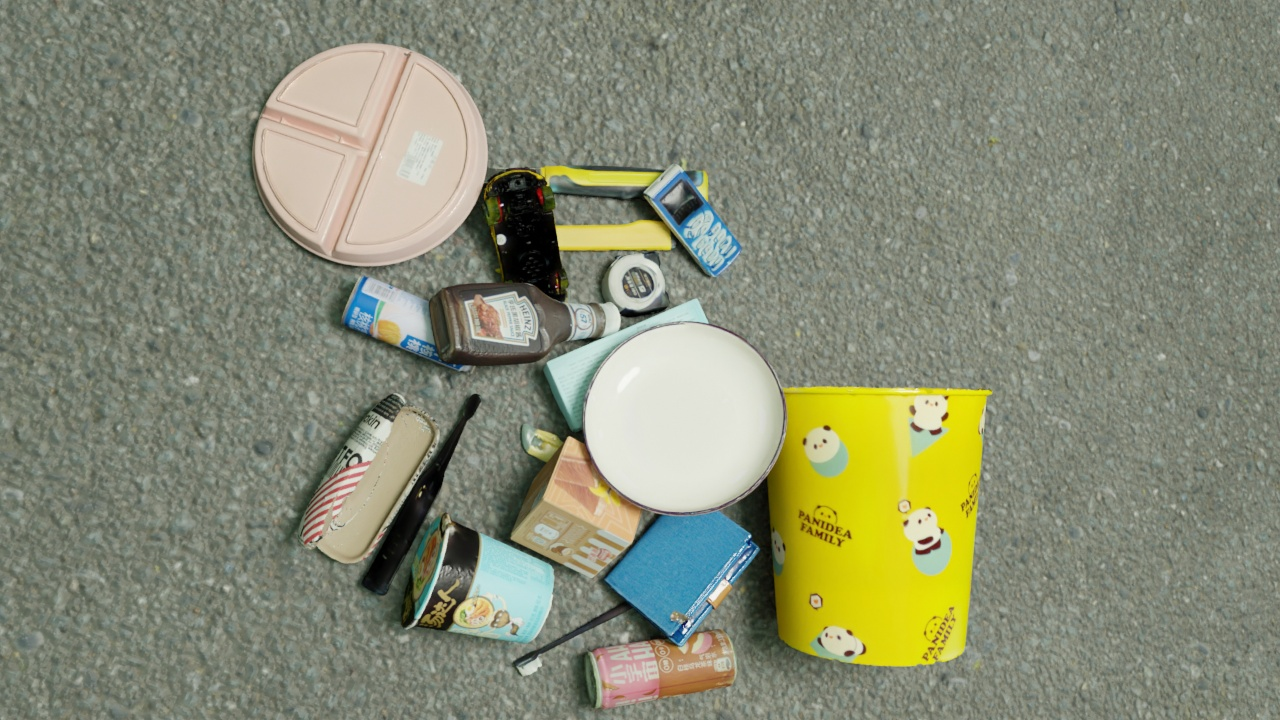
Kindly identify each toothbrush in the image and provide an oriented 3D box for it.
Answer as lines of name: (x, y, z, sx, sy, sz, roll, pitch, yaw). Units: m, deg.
toothbrush: (-0.044, 0.269, 0.933, 0.180, 0.016, 0.018, -26, 97, -16)
toothbrush: (-0.209, 0.127, 0.899, 0.026, 0.027, 0.212, 25, 76, 4)

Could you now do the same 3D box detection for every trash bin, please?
trash bin: (0.231, 0.153, 0.922, 0.229, 0.230, 0.255, 1, 88, -15)

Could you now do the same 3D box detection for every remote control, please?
remote control: (0.057, -0.148, 0.985, 0.049, 0.024, 0.125, -45, 117, -7)

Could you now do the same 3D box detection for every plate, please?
plate: (0.042, 0.057, 0.875, 0.192, 0.039, 0.192, -3, 69, 6)
plate: (-0.266, -0.207, 0.899, 0.229, 0.028, 0.229, 1, 82, -5)

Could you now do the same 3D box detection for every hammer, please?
hammer: (-0.084, -0.194, 0.967, 0.323, 0.032, 0.126, 0, 85, -15)

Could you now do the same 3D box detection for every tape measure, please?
tape measure: (-0.007, -0.080, 0.974, 0.066, 0.034, 0.065, -9, 84, -19)

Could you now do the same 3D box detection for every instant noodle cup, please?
instant noodle cup: (-0.149, 0.213, 0.868, 0.120, 0.111, 0.111, 22, 78, -19)

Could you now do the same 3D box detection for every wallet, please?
wallet: (0.044, 0.209, 0.937, 0.106, 0.040, 0.133, 35, 73, 23)

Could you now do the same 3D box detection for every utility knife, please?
utility knife: (-0.053, -0.133, 0.976, 0.209, 0.015, 0.033, -2, 85, -16)
utility knife: (-0.050, 0.111, 0.953, 0.167, 0.018, 0.031, 26, 83, -16)

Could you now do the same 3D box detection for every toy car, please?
toy car: (-0.116, -0.116, 0.929, 0.071, 0.041, 0.156, -16, 115, -12)

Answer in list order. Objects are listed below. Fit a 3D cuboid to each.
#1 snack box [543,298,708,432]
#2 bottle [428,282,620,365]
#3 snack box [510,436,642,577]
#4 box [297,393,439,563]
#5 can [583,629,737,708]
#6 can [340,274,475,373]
snack box: (-0.006, 0.005, 0.941, 0.174, 0.052, 0.074, -23, 84, -9)
bottle: (-0.107, -0.037, 0.902, 0.194, 0.044, 0.079, -4, 73, -37)
snack box: (-0.058, 0.144, 0.891, 0.094, 0.093, 0.076, 28, 47, -10)
box: (-0.252, 0.114, 0.871, 0.088, 0.076, 0.162, 36, 74, -32)
can: (0.020, 0.310, 0.924, 0.147, 0.058, 0.058, -4, 85, -16)
can: (-0.219, -0.034, 0.900, 0.134, 0.053, 0.053, 23, 78, -12)
